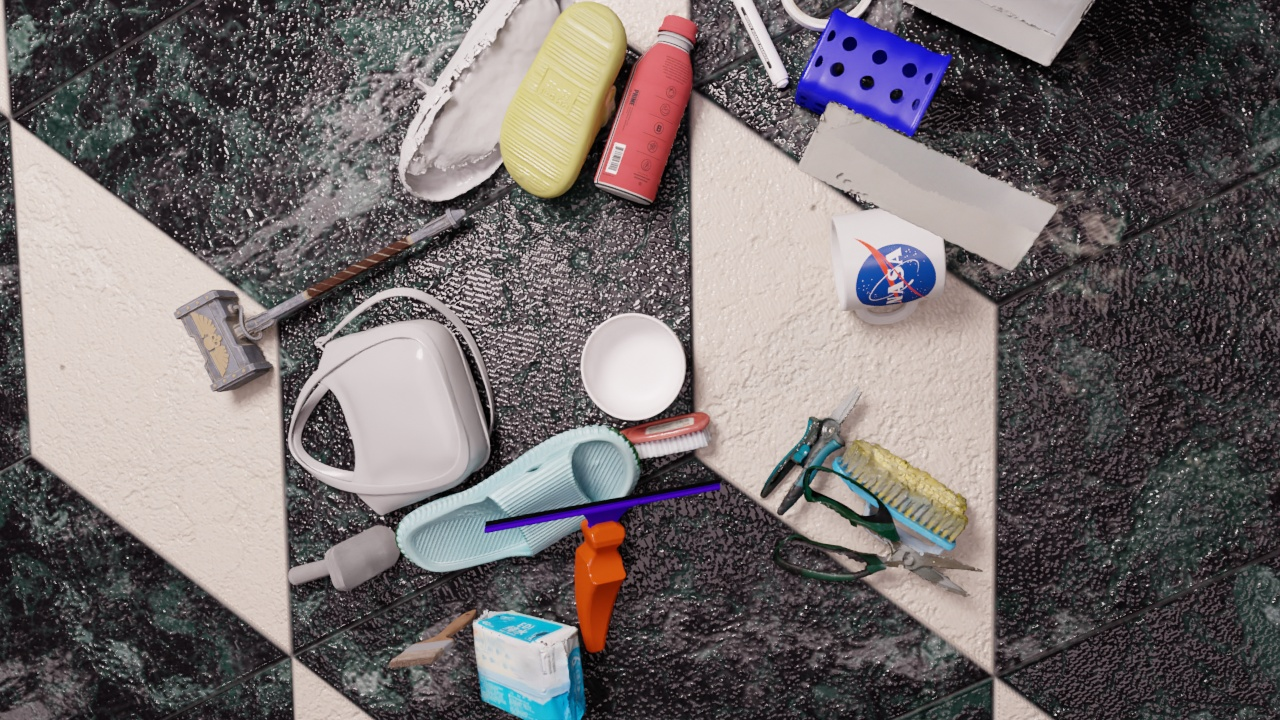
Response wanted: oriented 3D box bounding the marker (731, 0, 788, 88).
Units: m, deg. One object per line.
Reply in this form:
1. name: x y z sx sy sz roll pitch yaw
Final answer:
1. marker: 0.111 -0.328 0.900 0.020 0.017 0.133 -25 91 44

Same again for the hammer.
1. hammer: -0.322 -0.080 0.953 0.322 0.044 0.098 -26 91 8

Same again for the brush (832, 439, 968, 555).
1. brush: 0.245 0.139 0.900 0.136 0.055 0.075 32 118 4

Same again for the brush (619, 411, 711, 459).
1. brush: -0.011 0.085 0.935 0.172 0.041 0.030 -11 107 10

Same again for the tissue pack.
1. tissue pack: -0.114 0.306 0.926 0.145 0.061 0.093 0 100 43

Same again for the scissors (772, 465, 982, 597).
1. scissors: 0.222 0.196 0.900 0.209 0.015 0.155 34 123 1

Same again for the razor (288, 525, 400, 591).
1. razor: -0.327 0.217 0.969 0.116 0.088 0.047 -19 91 27

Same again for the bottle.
1. bottle: 0.011 -0.245 0.894 0.062 0.062 0.176 20 96 5

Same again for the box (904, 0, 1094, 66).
1. box: 0.318 -0.366 0.629 0.167 0.506 0.148 26 92 5

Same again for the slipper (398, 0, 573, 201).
1. slipper: -0.160 -0.269 0.908 0.112 0.074 0.247 30 100 -27

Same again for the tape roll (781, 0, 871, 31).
1. tape roll: 0.182 -0.368 0.890 0.093 0.013 0.093 1 94 7

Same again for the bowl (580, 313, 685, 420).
1. bowl: -0.005 0.005 0.918 0.105 0.054 0.105 0 92 5

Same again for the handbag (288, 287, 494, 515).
1. handbag: -0.275 0.050 0.955 0.223 0.095 0.216 -17 91 20

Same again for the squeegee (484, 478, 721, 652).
1. squeegee: -0.042 0.214 0.926 0.249 0.055 0.185 -6 113 -26

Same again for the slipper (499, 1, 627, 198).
1. slipper: -0.069 -0.254 0.895 0.091 0.081 0.191 31 114 8

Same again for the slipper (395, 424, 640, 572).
1. slipper: -0.123 0.156 0.919 0.276 0.069 0.116 -24 124 11

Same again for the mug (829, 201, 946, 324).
1. mug: 0.233 -0.086 0.873 0.090 0.090 0.121 -8 128 7

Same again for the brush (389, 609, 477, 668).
1. brush: -0.194 0.273 0.913 0.045 0.143 0.008 -11 91 15

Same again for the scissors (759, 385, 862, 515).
1. scissors: 0.167 0.087 0.915 0.139 0.019 0.128 -16 62 36

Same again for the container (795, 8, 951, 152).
1. container: 0.213 -0.260 0.859 0.113 0.085 0.084 26 95 5
